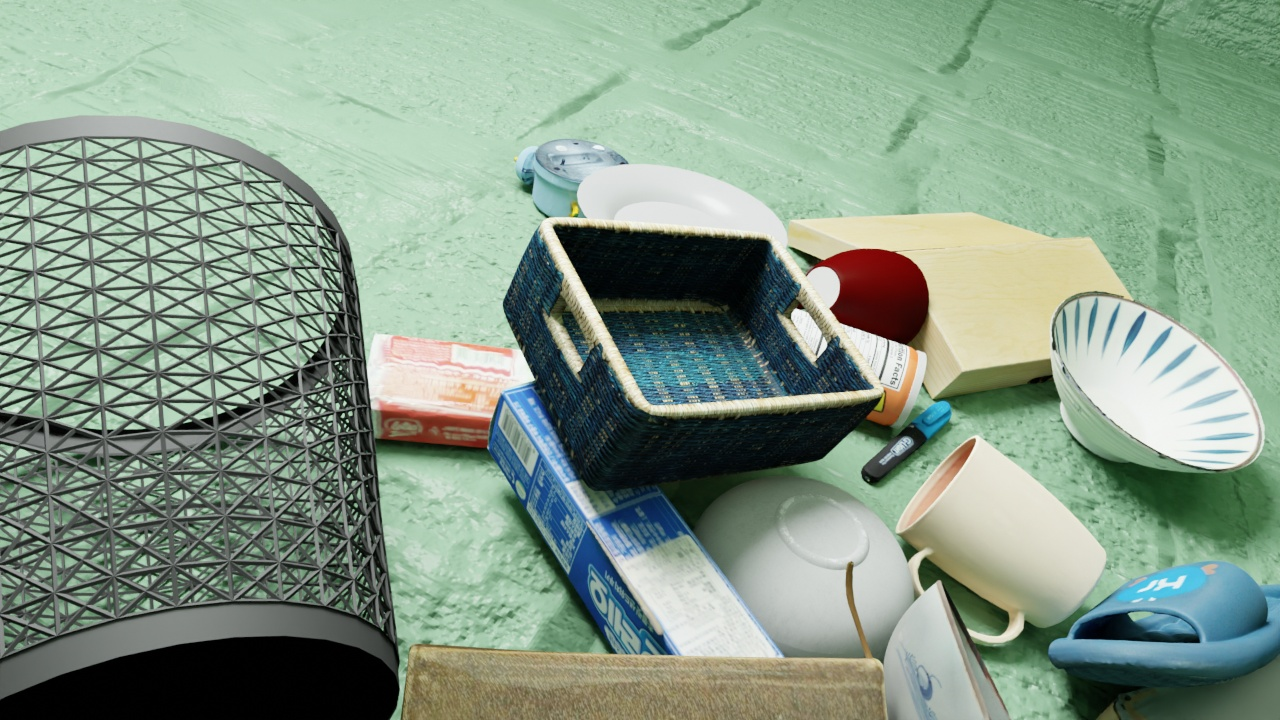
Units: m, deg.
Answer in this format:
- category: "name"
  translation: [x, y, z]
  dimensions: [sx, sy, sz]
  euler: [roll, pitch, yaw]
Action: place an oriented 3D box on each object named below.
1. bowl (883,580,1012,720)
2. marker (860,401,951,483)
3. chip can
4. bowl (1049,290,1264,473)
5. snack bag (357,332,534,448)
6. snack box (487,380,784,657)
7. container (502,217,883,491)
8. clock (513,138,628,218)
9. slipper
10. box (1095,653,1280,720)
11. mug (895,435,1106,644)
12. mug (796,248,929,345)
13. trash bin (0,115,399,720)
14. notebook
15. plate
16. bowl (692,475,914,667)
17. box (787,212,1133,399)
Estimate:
- category: "bowl"
  translation: [0.150, 0.186, 0.439]
  dimensions: [0.057, 0.151, 0.150]
  euler: [-26, 37, 14]
- category: "marker"
  translation: [0.201, 0.059, 0.687]
  dimensions: [0.018, 0.015, 0.122]
  euler: [37, 44, 25]
- category: "chip can"
  translation: [0.105, -0.011, 0.704]
  dimensions: [0.210, 0.062, 0.062]
  euler: [19, 37, 5]
- category: "bowl"
  translation: [0.389, 0.032, 0.732]
  dimensions: [0.177, 0.071, 0.177]
  euler: [10, 48, -12]
- category: "snack bag"
  translation: [-0.124, 0.021, 0.604]
  dimensions: [0.116, 0.036, 0.076]
  euler: [6, 39, -12]
- category: "snack box"
  translation: [-0.007, 0.105, 0.501]
  dimensions: [0.059, 0.059, 0.226]
  euler: [-16, 53, -34]
- category: "container"
  translation: [0.030, -0.006, 0.542]
  dimensions: [0.187, 0.071, 0.145]
  euler: [-2, 50, -37]
- category: "clock"
  translation: [-0.064, -0.174, 0.862]
  dimensions: [0.088, 0.052, 0.124]
  euler: [-14, 45, -31]
- category: "slipper"
  translation: [0.319, 0.151, 0.542]
  dimensions: [0.213, 0.104, 0.059]
  euler: [-1, 74, -36]
- category: "box"
  translation: [0.376, 0.234, 0.510]
  dimensions: [0.216, 0.043, 0.148]
  euler: [-5, 45, -25]
- category: "mug"
  translation: [0.218, 0.121, 0.570]
  dimensions: [0.104, 0.085, 0.111]
  euler: [37, 69, 10]
- category: "mug"
  translation: [0.161, -0.049, 0.748]
  dimensions: [0.088, 0.114, 0.087]
  euler: [6, 75, -43]
- category: "trash bin"
  translation: [-0.213, 0.055, 0.400]
  dimensions: [0.216, 0.218, 0.243]
  euler: [-6, 49, -26]
- category: "notebook"
  translation: [0.007, 0.176, 0.384]
  dimensions: [0.215, 0.035, 0.189]
  euler: [7, 68, -11]
- category: "plate"
  translation: [0.033, -0.111, 0.745]
  dimensions: [0.172, 0.019, 0.172]
  euler: [10, 35, -7]
- category: "bowl"
  translation: [0.096, 0.118, 0.533]
  dimensions: [0.132, 0.064, 0.131]
  euler: [10, 37, -8]
- category: "box"
  translation: [0.306, -0.077, 0.855]
  dimensions: [0.246, 0.097, 0.261]
  euler: [-6, 36, -28]
